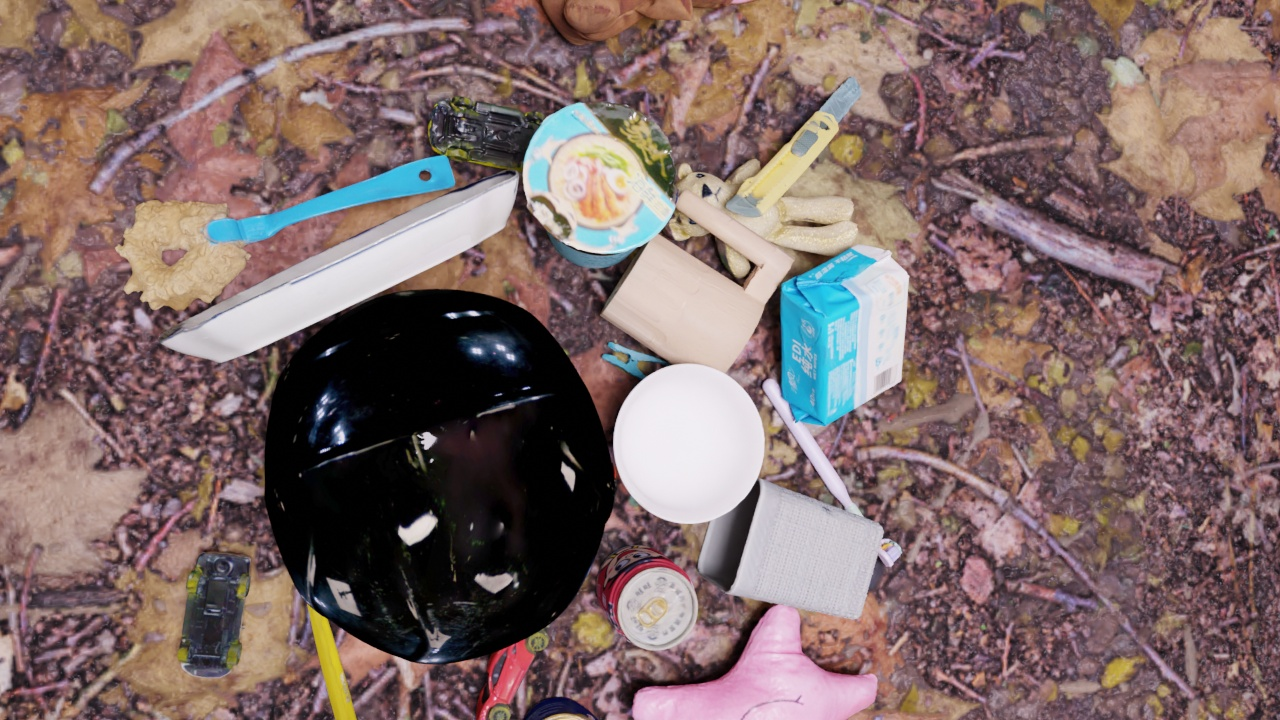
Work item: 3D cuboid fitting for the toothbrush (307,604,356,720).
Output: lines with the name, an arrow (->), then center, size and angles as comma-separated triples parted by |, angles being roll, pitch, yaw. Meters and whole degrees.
toothbrush -> -0.245, 0.197, 0.697 | 0.015, 0.017, 0.190 | -15, 91, -10

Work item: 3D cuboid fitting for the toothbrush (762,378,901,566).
toothbrush -> 0.160, 0.093, 0.776 | 0.021, 0.029, 0.189 | -34, 94, 27

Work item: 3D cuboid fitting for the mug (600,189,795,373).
mug -> 0.043, -0.057, 0.720 | 0.103, 0.084, 0.125 | 33, 103, -6

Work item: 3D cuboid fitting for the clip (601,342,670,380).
clip -> -0.005, 0.003, 0.751 | 0.056, 0.014, 0.040 | 23, 84, -8

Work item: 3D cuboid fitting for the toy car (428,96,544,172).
toy car -> -0.116, -0.176, 0.728 | 0.105, 0.032, 0.048 | 6, 87, -22

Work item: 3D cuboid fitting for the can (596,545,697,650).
can -> 0.004, 0.181, 0.705 | 0.066, 0.094, 0.066 | 0, 88, -11

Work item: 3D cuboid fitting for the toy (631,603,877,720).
toy -> 0.105, 0.297, 0.730 | 0.194, 0.075, 0.178 | -27, 93, -12

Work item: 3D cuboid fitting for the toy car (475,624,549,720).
toy car -> -0.102, 0.238, 0.706 | 0.031, 0.049, 0.106 | 27, 84, -8

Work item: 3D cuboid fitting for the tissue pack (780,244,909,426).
tissue pack -> 0.157, -0.018, 0.729 | 0.089, 0.063, 0.140 | -27, 132, -21

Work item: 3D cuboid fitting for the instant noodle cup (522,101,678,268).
instant noodle cup -> -0.034, -0.120, 0.692 | 0.111, 0.120, 0.111 | 1, 83, -6

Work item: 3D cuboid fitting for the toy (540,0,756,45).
toy -> 0.015, -0.325, 0.718 | 0.199, 0.131, 0.140 | -18, 85, -20

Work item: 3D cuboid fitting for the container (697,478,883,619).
container -> 0.120, 0.149, 0.733 | 0.114, 0.090, 0.090 | 18, 85, -13

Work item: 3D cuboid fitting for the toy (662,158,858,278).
toy -> 0.099, -0.119, 0.747 | 0.157, 0.066, 0.105 | 8, 81, -4

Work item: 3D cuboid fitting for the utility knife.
utility knife -> 0.132, -0.176, 0.751 | 0.031, 0.021, 0.206 | 40, 55, 2

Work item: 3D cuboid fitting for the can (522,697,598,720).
can -> -0.039, 0.333, 0.714 | 0.074, 0.049, 0.148 | -36, 95, -10

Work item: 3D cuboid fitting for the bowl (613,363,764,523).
bowl -> 0.028, 0.063, 0.706 | 0.118, 0.065, 0.118 | 1, 86, -17

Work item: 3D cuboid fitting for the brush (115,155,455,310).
brush -> -0.264, -0.106, 0.685 | 0.254, 0.046, 0.083 | -18, 88, -5

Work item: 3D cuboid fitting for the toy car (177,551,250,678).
toy car -> -0.311, 0.187, 0.675 | 0.042, 0.035, 0.090 | 8, 87, -9

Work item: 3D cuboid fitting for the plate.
plate -> -0.201, -0.065, 0.647 | 0.265, 0.162, 0.034 | -28, 108, -12

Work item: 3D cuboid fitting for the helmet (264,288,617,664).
helmet -> -0.132, 0.090, 0.626 | 0.233, 0.230, 0.275 | -18, 111, -9
